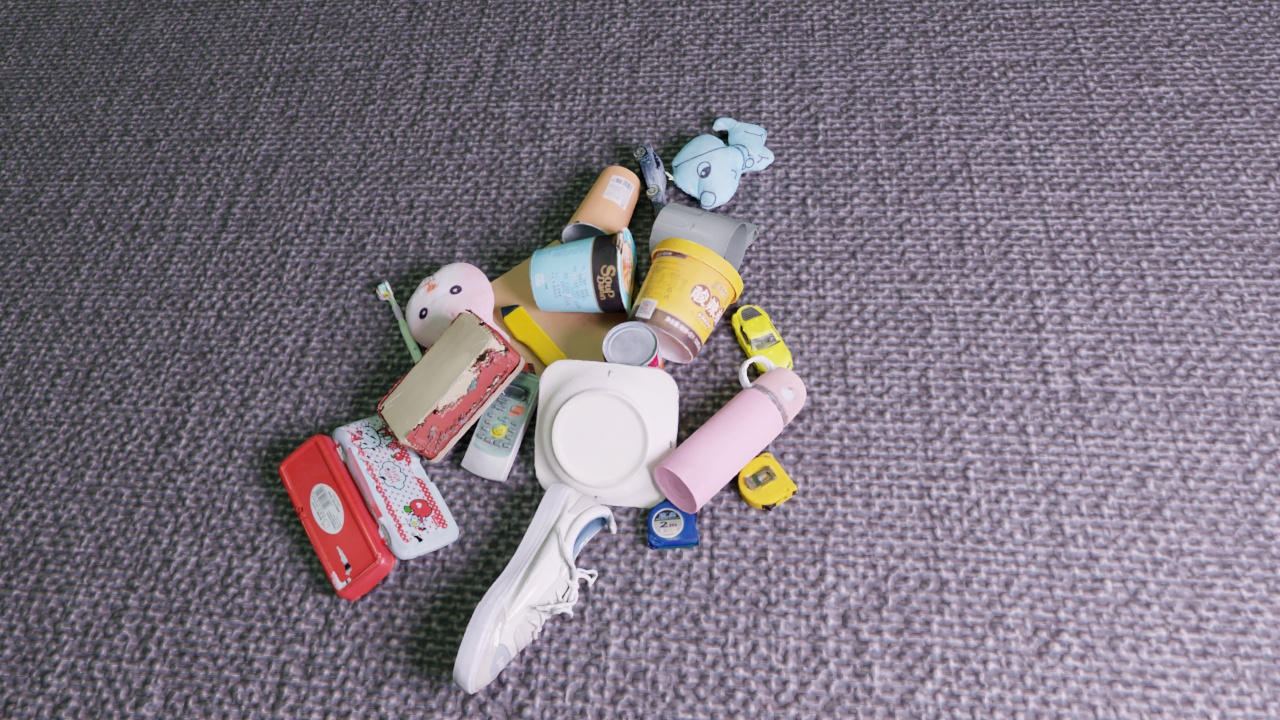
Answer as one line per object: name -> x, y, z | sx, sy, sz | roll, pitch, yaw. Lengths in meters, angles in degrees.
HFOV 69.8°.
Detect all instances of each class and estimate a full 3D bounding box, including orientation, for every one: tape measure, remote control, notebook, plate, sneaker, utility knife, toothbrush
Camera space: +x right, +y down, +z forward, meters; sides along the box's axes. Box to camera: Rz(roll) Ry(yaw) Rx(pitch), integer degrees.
tape measure -> 0.137, 0.135, 1.021 | 0.057, 0.029, 0.060 | -30, 59, -10
remote control -> -0.162, 0.075, 1.084 | 0.056, 0.019, 0.135 | 19, 78, 14
notebook -> -0.108, -0.054, 1.180 | 0.149, 0.012, 0.211 | -36, 62, -14
plate -> -0.042, 0.084, 1.021 | 0.164, 0.034, 0.164 | 5, 98, 11
sneaker -> -0.103, 0.245, 0.960 | 0.091, 0.090, 0.241 | 21, 58, 14
tape measure -> 0.035, 0.182, 1.009 | 0.058, 0.025, 0.054 | -4, 56, 0
utility knife -> -0.126, -0.019, 1.144 | 0.033, 0.015, 0.154 | -38, 63, -9
toothbrush -> -0.303, -0.030, 1.188 | 0.020, 0.029, 0.189 | -2, 49, -43

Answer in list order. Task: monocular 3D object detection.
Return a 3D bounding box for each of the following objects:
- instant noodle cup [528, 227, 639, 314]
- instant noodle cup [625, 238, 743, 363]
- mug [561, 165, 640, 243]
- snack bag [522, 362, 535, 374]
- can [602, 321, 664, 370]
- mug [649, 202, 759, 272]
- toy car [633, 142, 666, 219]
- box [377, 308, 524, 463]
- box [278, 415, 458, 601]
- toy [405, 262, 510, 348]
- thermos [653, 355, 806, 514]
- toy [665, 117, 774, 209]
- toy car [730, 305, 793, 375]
instant noodle cup -> -0.071, -0.107, 1.144 | 0.120, 0.111, 0.111 | -4, 58, 12
instant noodle cup -> 0.047, -0.068, 1.110 | 0.118, 0.118, 0.114 | 23, 72, 20
mug -> -0.046, -0.198, 1.222 | 0.078, 0.078, 0.122 | 13, 58, 15
snack bag -> -0.176, 0.035, 1.123 | 0.104, 0.026, 0.048 | -19, 62, 4
can -> -0.006, 0.006, 1.080 | 0.066, 0.094, 0.066 | -4, 59, 6
mug -> 0.083, -0.159, 1.185 | 0.103, 0.084, 0.123 | 21, 37, 20
toy car -> 0.018, -0.242, 1.250 | 0.037, 0.054, 0.120 | -14, 59, 1
box -> -0.227, 0.027, 1.072 | 0.168, 0.077, 0.091 | -48, 48, 1
box -> -0.316, 0.159, 1.055 | 0.159, 0.065, 0.201 | -30, 61, -15
toy -> -0.231, -0.051, 1.166 | 0.121, 0.054, 0.159 | -38, 68, 1
thermos -> 0.099, 0.075, 1.022 | 0.198, 0.067, 0.087 | -40, 95, -24
toy -> 0.107, -0.273, 1.259 | 0.156, 0.050, 0.161 | -7, 59, -5
toy car -> 0.148, -0.024, 1.114 | 0.048, 0.032, 0.105 | -22, 60, -6
